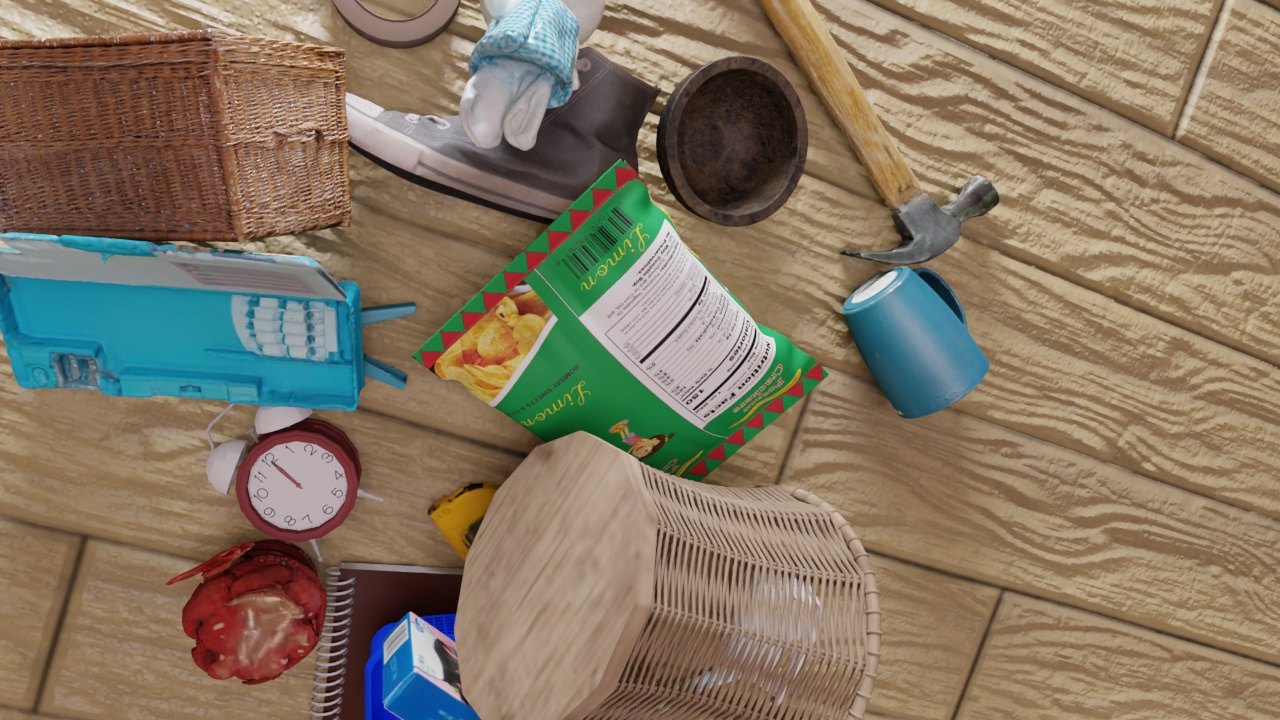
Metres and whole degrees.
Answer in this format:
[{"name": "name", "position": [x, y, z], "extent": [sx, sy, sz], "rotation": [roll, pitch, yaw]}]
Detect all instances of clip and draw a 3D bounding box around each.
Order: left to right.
[{"name": "clip", "position": [-0.225, -0.033, 0.668], "extent": [0.126, 0.028, 0.113], "rotation": [-2, 97, -13]}]

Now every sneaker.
[{"name": "sneaker", "position": [-0.102, -0.169, 0.641], "extent": [0.234, 0.095, 0.120], "rotation": [13, 93, -12]}]

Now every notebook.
[{"name": "notebook", "position": [-0.172, 0.267, 0.731], "extent": [0.171, 0.022, 0.209], "rotation": [7, 97, -16]}]

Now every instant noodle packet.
[{"name": "instant noodle packet", "position": [-0.004, 0.004, 0.672], "extent": [0.196, 0.090, 0.252], "rotation": [-41, 124, 12]}]

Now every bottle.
[{"name": "bottle", "position": [-0.273, 0.171, 0.645], "extent": [0.099, 0.111, 0.099], "rotation": [-2, 100, -13]}]

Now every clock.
[{"name": "clock", "position": [-0.256, 0.080, 0.669], "extent": [0.087, 0.044, 0.124], "rotation": [-44, 107, -3]}]

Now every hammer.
[{"name": "hammer", "position": [0.151, -0.218, 0.723], "extent": [0.132, 0.033, 0.330], "rotation": [-38, 104, -4]}]

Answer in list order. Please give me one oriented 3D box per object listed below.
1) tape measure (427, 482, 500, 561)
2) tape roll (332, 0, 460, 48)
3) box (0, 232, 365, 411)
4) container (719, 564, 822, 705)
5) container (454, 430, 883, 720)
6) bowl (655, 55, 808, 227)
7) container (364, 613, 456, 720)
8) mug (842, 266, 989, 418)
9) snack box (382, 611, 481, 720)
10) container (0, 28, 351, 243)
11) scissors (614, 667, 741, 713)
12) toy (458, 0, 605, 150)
[{"name": "tape measure", "position": [-0.122, 0.127, 0.715], "extent": [0.059, 0.030, 0.068], "rotation": [-34, 105, -4]}, {"name": "tape roll", "position": [-0.171, -0.268, 0.638], "extent": [0.093, 0.030, 0.094], "rotation": [-2, 99, -13]}, {"name": "box", "position": [-0.299, -0.038, 0.584], "extent": [0.227, 0.181, 0.073], "rotation": [4, 56, -5]}, {"name": "container", "position": [0.100, 0.210, 0.737], "extent": [0.049, 0.129, 0.081], "rotation": [27, 92, 2]}, {"name": "container", "position": [0.011, 0.167, 0.618], "extent": [0.196, 0.227, 0.227], "rotation": [26, 93, -35]}, {"name": "bowl", "position": [0.061, -0.164, 0.693], "extent": [0.121, 0.056, 0.121], "rotation": [-6, 104, -25]}, {"name": "container", "position": [-0.148, 0.241, 0.692], "extent": [0.114, 0.058, 0.096], "rotation": [0, 99, -16]}, {"name": "mug", "position": [0.226, -0.027, 0.752], "extent": [0.104, 0.085, 0.111], "rotation": [52, 57, -10]}, {"name": "snack box", "position": [-0.107, 0.242, 0.625], "extent": [0.154, 0.088, 0.033], "rotation": [42, 87, -19]}, {"name": "container", "position": [-0.284, -0.134, 0.555], "extent": [0.199, 0.113, 0.113], "rotation": [3, 104, 18]}, {"name": "scissors", "position": [0.036, 0.287, 0.788], "extent": [0.175, 0.033, 0.072], "rotation": [-13, 98, -7]}, {"name": "toy", "position": [-0.062, -0.210, 0.576], "extent": [0.131, 0.106, 0.205], "rotation": [30, 66, -29]}]
